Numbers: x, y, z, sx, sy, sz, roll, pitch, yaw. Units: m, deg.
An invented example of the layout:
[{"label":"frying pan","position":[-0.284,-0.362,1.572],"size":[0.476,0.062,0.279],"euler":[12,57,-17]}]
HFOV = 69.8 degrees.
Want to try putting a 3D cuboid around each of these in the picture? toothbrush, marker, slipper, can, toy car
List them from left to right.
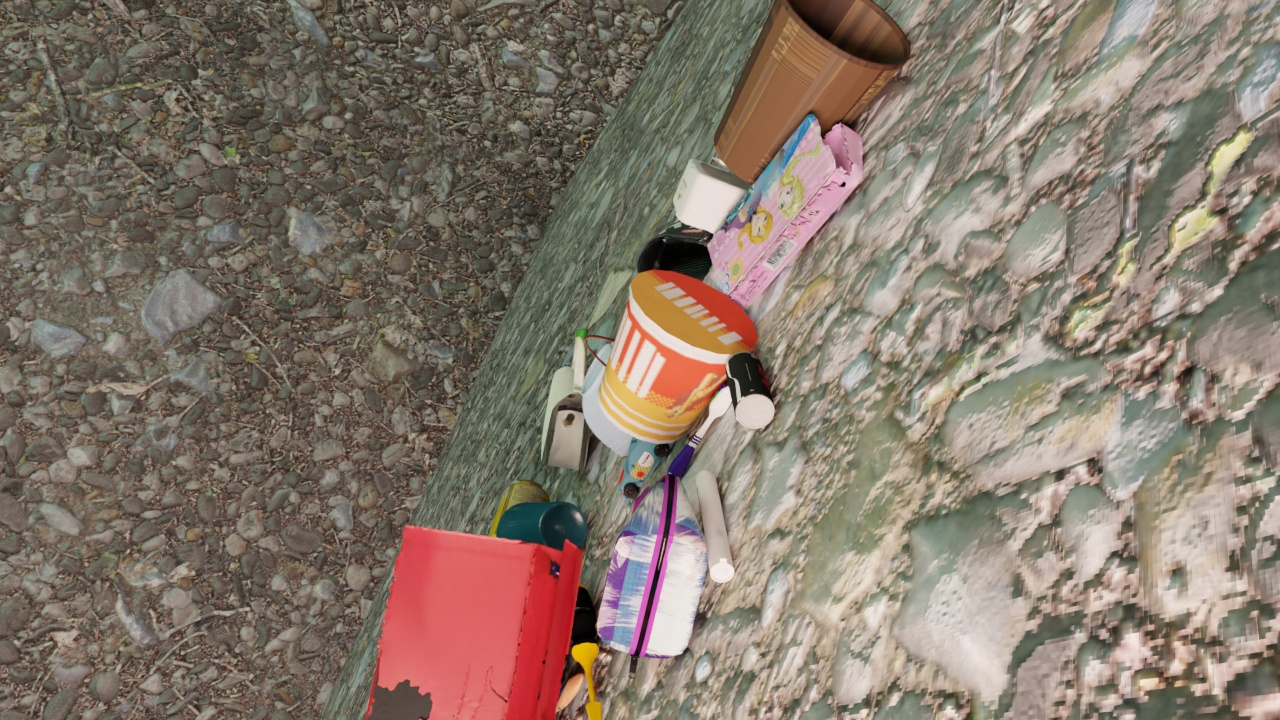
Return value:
[{"label":"toothbrush","position":[-0.083,0.317,0.843],"size":[0.135,0.017,0.021],"euler":[-48,23,39]},{"label":"toothbrush","position":[-0.049,0.255,0.810],"size":[0.196,0.031,0.031],"euler":[-115,23,-69]},{"label":"toy car","position":[0.000,0.096,0.937],"size":[0.108,0.027,0.060],"euler":[-56,15,25]},{"label":"slipper","position":[0.038,-0.107,1.030],"size":[0.111,0.063,0.263],"euler":[-15,38,33]},{"label":"toothbrush","position":[0.034,0.097,0.837],"size":[0.187,0.015,0.016],"euler":[-58,9,17]},{"label":"marker","position":[0.056,0.121,0.702],"size":[0.133,0.017,0.020],"euler":[-94,7,-66]},{"label":"can","position":[0.088,0.023,0.745],"size":[0.032,0.031,0.080],"euler":[-57,14,21]}]

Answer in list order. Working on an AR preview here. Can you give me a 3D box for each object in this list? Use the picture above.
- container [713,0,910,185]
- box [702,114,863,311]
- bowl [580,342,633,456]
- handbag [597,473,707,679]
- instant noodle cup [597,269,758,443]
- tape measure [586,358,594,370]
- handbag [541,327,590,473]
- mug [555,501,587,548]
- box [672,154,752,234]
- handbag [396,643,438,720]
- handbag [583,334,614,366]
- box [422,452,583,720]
[{"label":"container","position":[0.152,-0.256,0.876],"size":[0.168,0.132,0.131],"euler":[123,167,-45]},{"label":"box","position":[0.115,-0.124,0.866],"size":[0.231,0.063,0.084],"euler":[-50,17,40]},{"label":"bowl","position":[-0.020,0.026,1.049],"size":[0.151,0.074,0.150],"euler":[-56,14,21]},{"label":"handbag","position":[0.008,0.152,0.728],"size":[0.170,0.068,0.145],"euler":[-89,12,-79]},{"label":"instant noodle cup","position":[0.025,0.002,0.853],"size":[0.123,0.123,0.121],"euler":[-84,18,-57]},{"label":"tape measure","position":[-0.078,0.038,1.329],"size":[0.059,0.036,0.065],"euler":[-33,27,47]},{"label":"handbag","position":[-0.079,0.045,1.195],"size":[0.151,0.074,0.176],"euler":[-110,31,-75]},{"label":"mug","position":[-0.111,0.198,1.062],"size":[0.122,0.078,0.078],"euler":[-26,38,60]},{"label":"box","position":[0.099,-0.185,0.960],"size":[0.107,0.102,0.102],"euler":[-94,23,-66]},{"label":"handbag","position":[-0.169,0.366,0.969],"size":[0.154,0.114,0.125],"euler":[-57,37,9]},{"label":"handbag","position":[-0.006,0.006,0.937],"size":[0.055,0.119,0.029],"euler":[-59,14,12]},{"label":"box","position":[-0.101,0.227,0.702],"size":[0.426,0.128,0.212],"euler":[125,155,-67]}]
